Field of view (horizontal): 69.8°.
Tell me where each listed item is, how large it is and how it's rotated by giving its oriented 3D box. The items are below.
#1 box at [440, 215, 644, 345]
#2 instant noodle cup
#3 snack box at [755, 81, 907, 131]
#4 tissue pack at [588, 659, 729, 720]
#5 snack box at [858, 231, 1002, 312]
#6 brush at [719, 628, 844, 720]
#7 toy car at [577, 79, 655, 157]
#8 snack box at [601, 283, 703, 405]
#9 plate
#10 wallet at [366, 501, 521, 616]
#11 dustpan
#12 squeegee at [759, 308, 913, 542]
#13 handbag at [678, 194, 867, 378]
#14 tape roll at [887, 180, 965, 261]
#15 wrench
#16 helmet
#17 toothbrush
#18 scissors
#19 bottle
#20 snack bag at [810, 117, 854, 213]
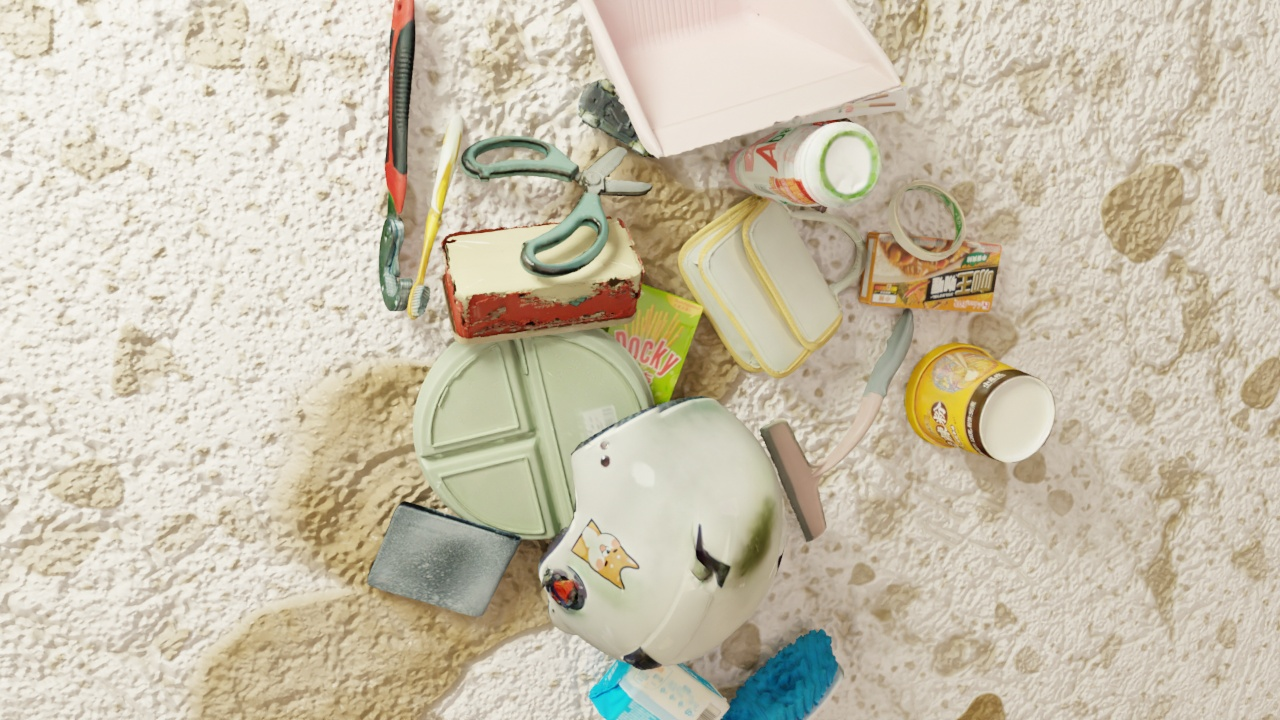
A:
[{"bbox_3d":[-0.086,-0.076,0.806,0.168,0.091,0.076,-9,142,-16],"label":"box"},{"bbox_3d":[0.364,0.049,0.975,0.118,0.114,0.118,-4,103,-17],"label":"instant noodle cup"},{"bbox_3d":[0.160,-0.248,0.863,0.156,0.084,0.027,-12,122,-15],"label":"snack box"},{"bbox_3d":[0.020,0.355,0.956,0.140,0.063,0.090,43,83,-23],"label":"tissue pack"},{"bbox_3d":[0.308,-0.093,0.975,0.153,0.026,0.075,2,101,-18],"label":"snack box"},{"bbox_3d":[0.104,0.426,1.000,0.314,0.060,0.109,-39,132,-8],"label":"brush"},{"bbox_3d":[-0.016,-0.221,0.841,0.090,0.034,0.043,25,95,-19],"label":"toy car"},{"bbox_3d":[-0.005,0.005,0.895,0.085,0.026,0.156,19,95,-19],"label":"snack box"},{"bbox_3d":[-0.096,0.068,0.858,0.230,0.027,0.230,-2,109,-8],"label":"plate"},{"bbox_3d":[-0.186,0.188,0.866,0.120,0.019,0.097,21,110,-17],"label":"wallet"},{"bbox_3d":[0.053,-0.304,0.758,0.222,0.273,0.139,-21,132,-16],"label":"dustpan"},{"bbox_3d":[0.228,0.044,0.942,0.249,0.040,0.248,-53,143,-18],"label":"squeegee"},{"bbox_3d":[0.147,-0.089,0.910,0.178,0.063,0.163,-39,111,-11],"label":"handbag"},{"bbox_3d":[0.296,-0.144,0.947,0.085,0.014,0.085,5,72,-17],"label":"tape roll"},{"bbox_3d":[-0.207,-0.179,0.784,0.016,0.056,0.273,-1,98,-37],"label":"wrench"},{"bbox_3d":[0.040,0.176,0.835,0.229,0.157,0.274,-4,117,-44],"label":"helmet"},{"bbox_3d":[-0.173,-0.126,0.788,0.016,0.018,0.191,24,71,-46],"label":"toothbrush"},{"bbox_3d":[-0.084,-0.151,0.803,0.181,0.019,0.169,29,59,9],"label":"scissors"},{"bbox_3d":[0.135,-0.172,0.812,0.068,0.197,0.068,-3,102,-17],"label":"bottle"},{"bbox_3d":[0.177,-0.199,0.902,0.048,0.026,0.104,25,73,-10],"label":"snack bag"}]
